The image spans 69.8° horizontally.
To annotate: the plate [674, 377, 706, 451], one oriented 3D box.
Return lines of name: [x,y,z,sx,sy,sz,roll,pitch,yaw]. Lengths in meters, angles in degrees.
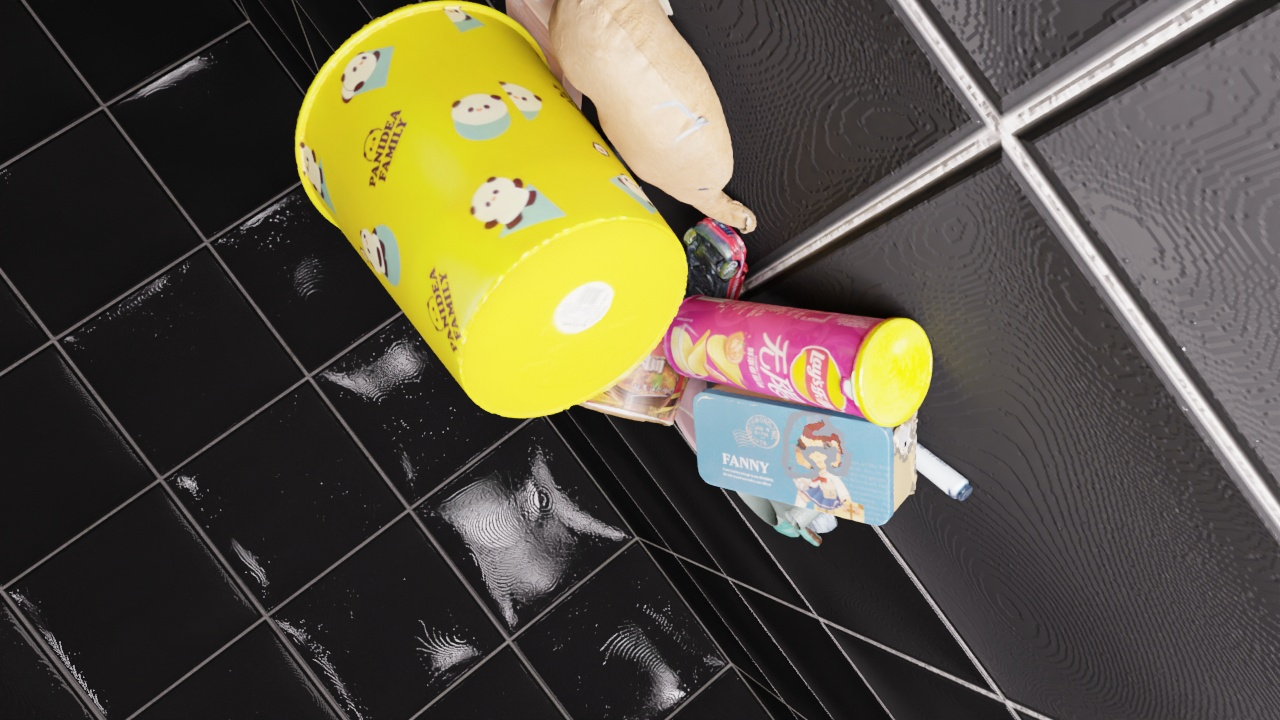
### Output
plate: [0.092,0.093,1.156,0.192,0.039,0.193,50,167,15]

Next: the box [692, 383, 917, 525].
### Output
box: [0.122,0.064,0.723,0.185,0.059,0.090,6,113,35]

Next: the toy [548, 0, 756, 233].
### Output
toy: [0.017,-0.169,0.641,0.226,0.082,0.143,55,-177,-21]

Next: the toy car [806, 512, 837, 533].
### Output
toy car: [0.184,0.161,1.027,0.043,0.034,0.090,56,169,-30]

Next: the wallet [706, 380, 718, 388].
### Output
wallet: [0.106,0.042,0.974,0.106,0.037,0.130,60,170,21]

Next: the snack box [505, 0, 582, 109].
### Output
snack box: [-0.085,-0.274,0.822,0.084,0.026,0.157,52,167,6]

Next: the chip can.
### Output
chip can: [0.106,-0.006,0.673,0.211,0.071,0.071,13,140,54]

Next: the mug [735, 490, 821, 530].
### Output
mug: [0.144,0.092,0.818,0.084,0.103,0.124,59,165,-27]

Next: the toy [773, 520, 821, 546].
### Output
toy: [0.184,0.198,1.137,0.096,0.030,0.092,42,167,20]

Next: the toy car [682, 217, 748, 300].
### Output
toy car: [0.064,-0.077,0.782,0.053,0.045,0.121,46,160,19]

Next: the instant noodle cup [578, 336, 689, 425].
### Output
instant noodle cup: [-0.006,0.006,0.978,0.138,0.108,0.138,13,174,1]

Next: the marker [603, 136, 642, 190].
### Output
marker: [-0.007,-0.156,0.875,0.022,0.020,0.132,16,146,35]

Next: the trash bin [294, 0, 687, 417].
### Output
trash bin: [-0.109,-0.108,0.703,0.255,0.229,0.230,52,169,32]

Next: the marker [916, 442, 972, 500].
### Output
marker: [0.204,0.066,0.720,0.131,0.022,0.018,43,125,41]
